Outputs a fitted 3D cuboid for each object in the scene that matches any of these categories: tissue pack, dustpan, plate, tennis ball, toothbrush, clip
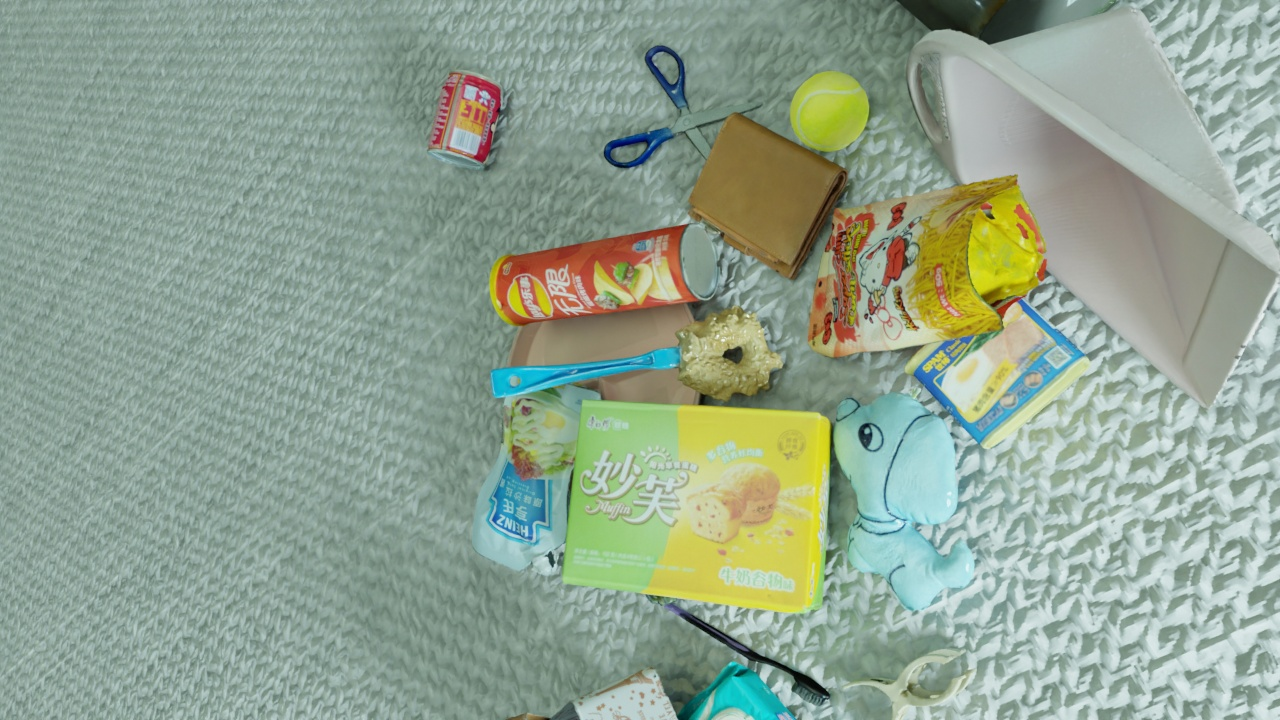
[{"bbox_3d":[0.090,0.322,0.745,0.133,0.050,0.093,45,108,30],"label":"tissue pack"},{"bbox_3d":[0.274,-0.099,0.604,0.139,0.222,0.273,-14,62,17],"label":"dustpan"},{"bbox_3d":[-0.036,0.016,0.888,0.230,0.028,0.229,-6,80,33],"label":"plate"},{"bbox_3d":[0.160,-0.211,0.777,0.066,0.065,0.065,-6,79,32],"label":"tennis ball"},{"bbox_3d":[0.078,0.244,0.788,0.189,0.014,0.017,22,106,33],"label":"toothbrush"},{"bbox_3d":[0.204,0.250,0.695,0.100,0.034,0.070,-38,65,27],"label":"clip"}]

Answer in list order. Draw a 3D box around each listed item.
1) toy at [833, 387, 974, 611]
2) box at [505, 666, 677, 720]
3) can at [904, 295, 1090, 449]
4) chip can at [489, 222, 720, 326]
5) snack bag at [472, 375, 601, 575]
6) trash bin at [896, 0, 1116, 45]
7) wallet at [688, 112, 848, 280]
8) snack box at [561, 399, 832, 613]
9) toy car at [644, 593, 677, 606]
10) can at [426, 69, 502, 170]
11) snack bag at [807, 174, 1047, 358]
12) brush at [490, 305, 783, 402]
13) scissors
[{"bbox_3d":[0.200,0.098,0.709,0.161,0.049,0.156,39,115,41],"label":"toy"},{"bbox_3d":[-0.039,0.366,0.742,0.181,0.148,0.147,64,149,23],"label":"box"},{"bbox_3d":[0.264,0.004,0.682,0.102,0.057,0.083,-46,63,18],"label":"can"},{"bbox_3d":[-0.037,-0.076,0.845,0.217,0.073,0.073,-4,80,32],"label":"chip can"},{"bbox_3d":[-0.103,0.108,0.880,0.110,0.038,0.191,16,93,23],"label":"snack bag"},{"bbox_3d":[0.251,-0.345,0.675,0.199,0.198,0.219,-42,69,20],"label":"trash bin"},{"bbox_3d":[0.108,-0.147,0.816,0.132,0.031,0.108,38,113,34],"label":"wallet"},{"bbox_3d":[0.047,0.118,0.764,0.210,0.070,0.157,2,80,19],"label":"snack box"},{"bbox_3d":[0.044,0.185,0.806,0.091,0.034,0.043,-25,68,14],"label":"toy car"},{"bbox_3d":[-0.192,-0.264,1.010,0.067,0.066,0.094,13,90,33],"label":"can"},{"bbox_3d":[0.199,-0.068,0.693,0.208,0.073,0.128,-3,80,64],"label":"snack bag"},{"bbox_3d":[-0.005,0.005,0.801,0.255,0.046,0.083,-7,86,4],"label":"brush"},{"bbox_3d":[0.035,-0.237,0.893,0.176,0.012,0.162,-16,75,28],"label":"scissors"}]
